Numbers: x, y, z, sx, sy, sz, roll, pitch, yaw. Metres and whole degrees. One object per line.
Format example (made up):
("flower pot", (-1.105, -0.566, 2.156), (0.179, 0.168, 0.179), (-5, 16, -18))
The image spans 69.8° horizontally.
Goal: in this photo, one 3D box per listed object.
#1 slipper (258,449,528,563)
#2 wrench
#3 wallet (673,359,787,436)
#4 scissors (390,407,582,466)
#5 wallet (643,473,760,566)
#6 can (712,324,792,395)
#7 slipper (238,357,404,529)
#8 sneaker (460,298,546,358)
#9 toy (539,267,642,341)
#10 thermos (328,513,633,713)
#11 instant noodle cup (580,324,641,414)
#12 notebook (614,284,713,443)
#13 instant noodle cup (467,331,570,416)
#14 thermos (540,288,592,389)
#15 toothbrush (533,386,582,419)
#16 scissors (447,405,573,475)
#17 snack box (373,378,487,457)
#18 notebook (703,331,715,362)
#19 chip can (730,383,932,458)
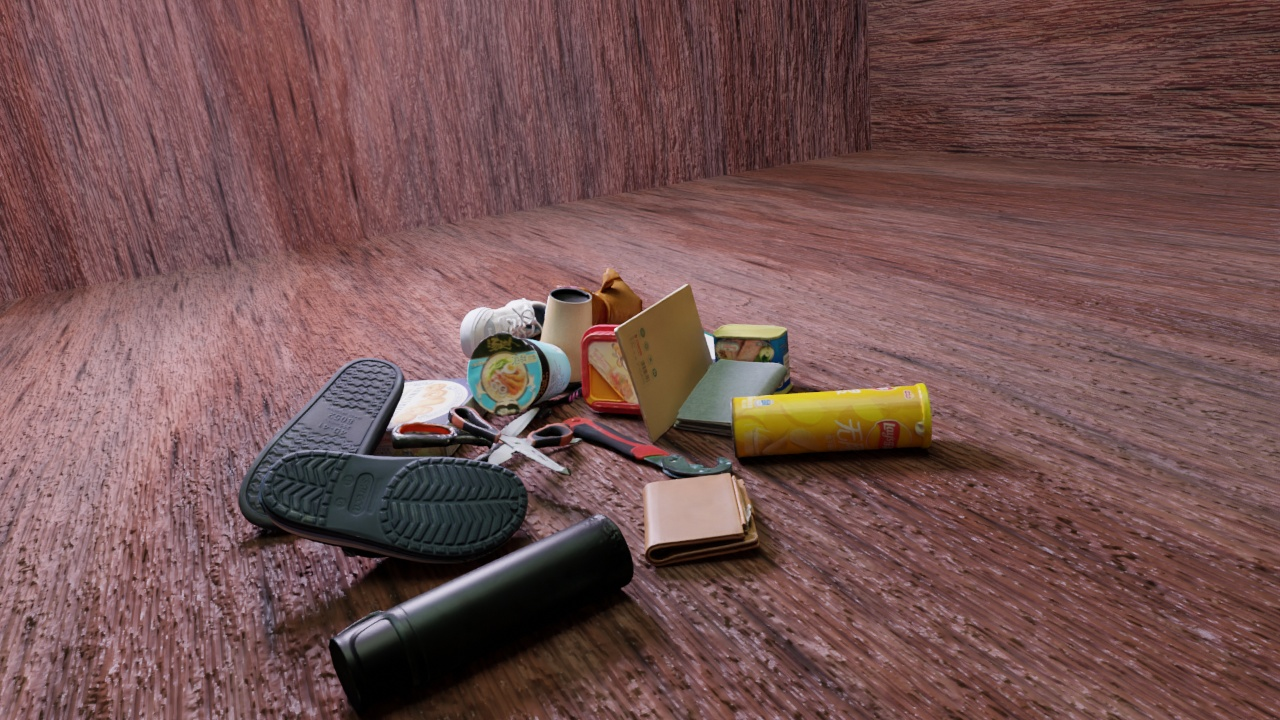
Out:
("slipper", (-0.240, 0.151, 0.900), (0.252, 0.095, 0.105), (7, 59, -8))
("wrench", (-0.004, 0.101, 1.078), (0.056, 0.016, 0.274), (-20, 22, -39))
("wallet", (0.111, 0.047, 1.151), (0.107, 0.037, 0.129), (4, 37, 34))
("scissors", (-0.183, 0.099, 1.078), (0.232, 0.022, 0.220), (11, 27, -2))
("wallet", (0.056, 0.149, 0.887), (0.108, 0.031, 0.131), (-9, 19, 2))
("can", (0.148, -0.001, 1.226), (0.102, 0.083, 0.057), (3, 21, 28))
("slipper", (-0.360, 0.107, 1.081), (0.111, 0.083, 0.267), (16, 44, 7))
("sneaker", (-0.211, -0.051, 1.519), (0.091, 0.089, 0.241), (4, 14, 17))
("toy", (-0.088, -0.080, 1.478), (0.130, 0.140, 0.199), (23, 25, 26))
("thermos", (-0.129, 0.195, 0.748), (0.242, 0.068, 0.090), (-18, 26, -31))
("instant noodle cup", (-0.007, 0.007, 1.233), (0.116, 0.116, 0.124), (2, 8, 25))
("notebook", (0.039, -0.002, 1.171), (0.008, 0.148, 0.207), (-10, 14, 31))
("instant noodle cup", (-0.155, 0.018, 1.239), (0.111, 0.111, 0.120), (1, 1, 22))
("thermos", (-0.107, -0.028, 1.325), (0.093, 0.143, 0.093), (5, 24, -2))
("toothbrush", (-0.086, 0.046, 1.281), (0.018, 0.014, 0.188), (18, 28, 31))
("scissors", (-0.146, 0.088, 1.037), (0.189, 0.015, 0.222), (15, 10, 12))
("snack box", (-0.310, 0.076, 1.215), (0.183, 0.046, 0.177), (-3, 20, 10))
("notebook", (0.076, -0.025, 1.390), (0.150, 0.012, 0.209), (0, 14, -28))
("chip can", (0.209, 0.068, 1.017), (0.213, 0.072, 0.072), (-4, 18, 9))
